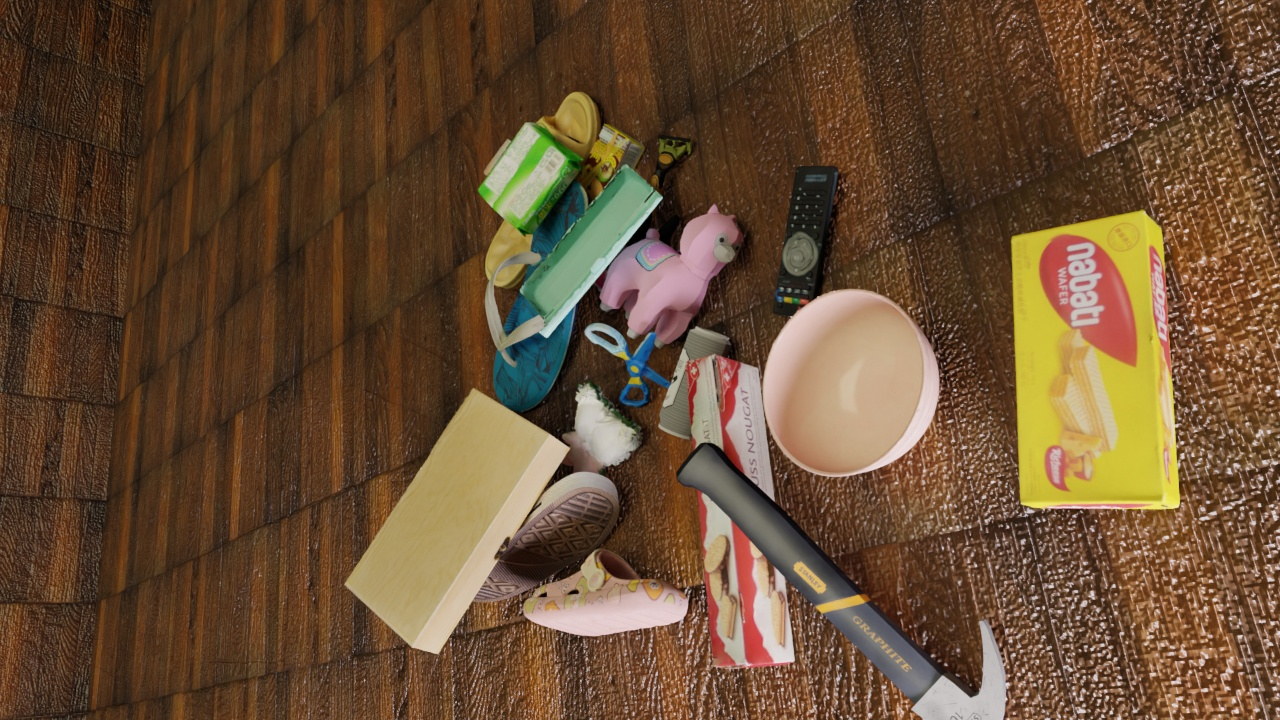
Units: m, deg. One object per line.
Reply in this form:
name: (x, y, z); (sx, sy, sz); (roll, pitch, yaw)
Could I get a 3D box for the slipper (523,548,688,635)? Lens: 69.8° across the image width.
slipper: (-0.038, 0.228, 0.923); (0.198, 0.093, 0.081); (-19, 56, 41)

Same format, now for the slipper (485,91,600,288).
slipper: (-0.134, -0.212, 1.135); (0.099, 0.078, 0.264); (41, 109, 40)

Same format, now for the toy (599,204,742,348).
toy: (0.033, -0.094, 0.942); (0.158, 0.067, 0.123); (-57, 45, 14)

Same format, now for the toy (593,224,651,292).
toy: (-0.038, -0.128, 1.039); (0.065, 0.050, 0.102); (40, 114, 39)

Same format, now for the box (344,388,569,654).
box: (-0.213, 0.160, 1.013); (0.247, 0.118, 0.253); (-57, 17, -9)

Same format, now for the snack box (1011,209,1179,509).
snack box: (0.316, 0.002, 0.641); (0.092, 0.042, 0.200); (-8, 75, 44)

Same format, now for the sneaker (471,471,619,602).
sneaker: (-0.119, 0.179, 1.028); (0.246, 0.091, 0.097); (-42, 37, 33)

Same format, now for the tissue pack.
tissue pack: (-0.130, -0.212, 1.062); (0.114, 0.034, 0.099); (-52, 58, 13)

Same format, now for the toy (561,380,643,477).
toy: (-0.049, 0.086, 1.000); (0.095, 0.041, 0.109); (47, 118, 26)

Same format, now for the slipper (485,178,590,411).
slipper: (-0.127, -0.072, 1.082); (0.118, 0.060, 0.295); (27, 109, 36)

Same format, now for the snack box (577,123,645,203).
snack box: (-0.052, -0.199, 1.083); (0.061, 0.025, 0.149); (43, 111, 42)

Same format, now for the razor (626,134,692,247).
razor: (0.014, -0.177, 1.001); (0.044, 0.021, 0.144); (19, 89, 39)

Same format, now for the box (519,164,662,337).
box: (-0.048, -0.113, 0.972); (0.187, 0.055, 0.138); (-49, 34, 11)

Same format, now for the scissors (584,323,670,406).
scissors: (-0.006, 0.005, 0.946); (0.013, 0.127, 0.126); (-59, -1, -39)

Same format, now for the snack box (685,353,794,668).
snack box: (0.088, 0.132, 0.822); (0.044, 0.076, 0.272); (-19, 66, 38)

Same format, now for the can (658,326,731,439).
can: (0.053, 0.022, 0.907); (0.044, 0.044, 0.106); (26, 99, 46)

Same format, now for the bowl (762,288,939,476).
bowl: (0.182, 0.022, 0.751); (0.153, 0.076, 0.153); (-12, 73, 44)

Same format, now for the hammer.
hammer: (0.142, 0.183, 0.720); (0.312, 0.035, 0.139); (43, 99, 26)

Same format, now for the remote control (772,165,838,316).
remote control: (0.155, -0.110, 0.853); (0.045, 0.021, 0.140); (14, 95, 48)

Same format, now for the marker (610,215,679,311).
marker: (0.003, -0.106, 1.010); (0.134, 0.015, 0.018); (-52, 18, 24)
